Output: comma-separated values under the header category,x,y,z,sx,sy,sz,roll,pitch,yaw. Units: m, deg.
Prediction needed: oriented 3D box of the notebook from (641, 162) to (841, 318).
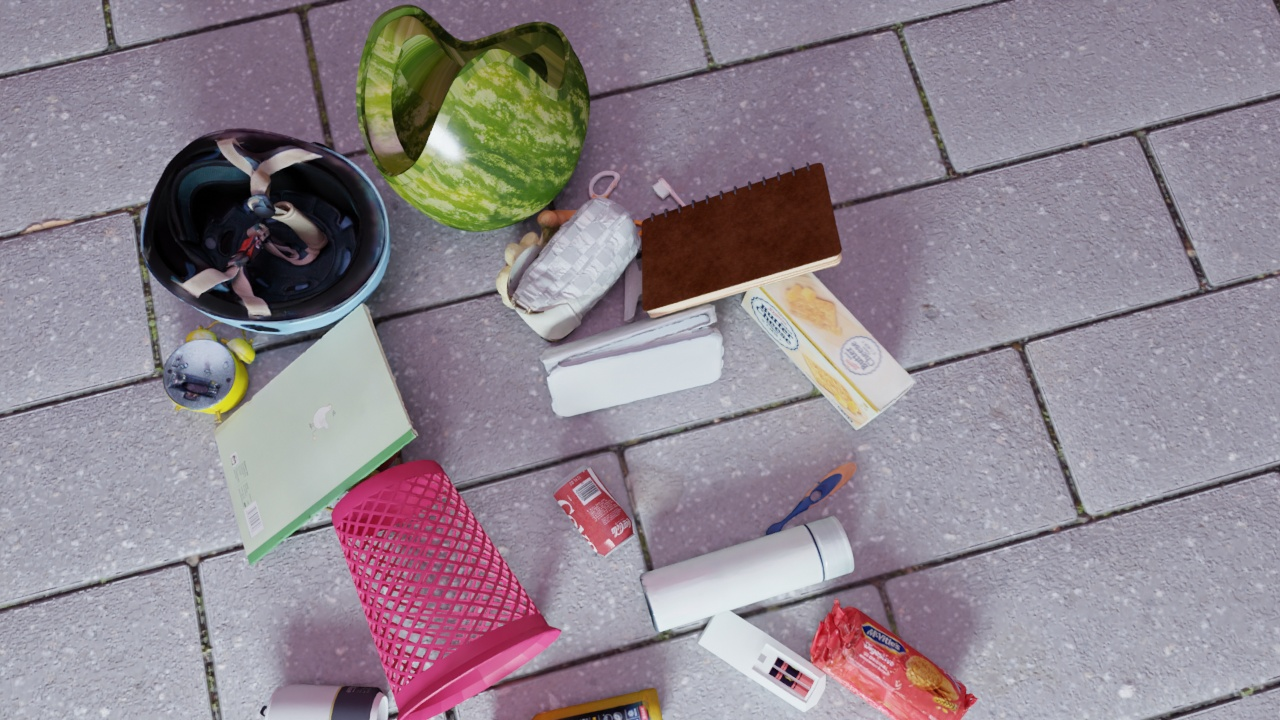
category,x,y,z,sx,sy,sz,roll,pitch,yaw
notebook,0.109,-0.140,1.047,0.226,0.024,0.167,-16,47,17

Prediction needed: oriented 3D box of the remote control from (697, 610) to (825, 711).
category,x,y,z,sx,sy,sz,roll,pitch,yaw
remote control,0.136,0.329,1.007,0.143,0.024,0.049,32,78,7

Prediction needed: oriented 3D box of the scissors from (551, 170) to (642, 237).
category,x,y,z,sx,sy,sz,roll,pitch,yaw
scissors,-0.054,-0.183,1.133,0.125,0.011,0.129,5,76,-1

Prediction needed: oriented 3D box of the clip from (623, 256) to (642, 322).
category,x,y,z,sx,sy,sz,roll,pitch,yaw
clip,0.008,-0.091,1.095,0.054,0.038,0.101,3,60,-5

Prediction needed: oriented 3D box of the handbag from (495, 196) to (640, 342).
category,x,y,z,sx,sy,sz,roll,pitch,yaw
handbag,-0.086,-0.117,1.064,0.123,0.112,0.171,40,85,19

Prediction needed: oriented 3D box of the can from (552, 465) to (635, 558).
category,x,y,z,sx,sy,sz,roll,pitch,yaw
can,-0.052,0.170,1.029,0.054,0.054,0.096,-37,80,-9

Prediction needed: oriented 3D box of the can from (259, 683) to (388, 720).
category,x,y,z,sx,sy,sz,roll,pitch,yaw
can,-0.337,0.378,0.972,0.127,0.064,0.064,2,77,0

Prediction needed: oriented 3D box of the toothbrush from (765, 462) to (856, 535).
category,x,y,z,sx,sy,sz,roll,pitch,yaw
toothbrush,0.196,0.160,1.054,0.135,0.017,0.021,-37,83,-11

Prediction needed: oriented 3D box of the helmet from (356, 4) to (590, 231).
category,x,y,z,sx,sy,sz,roll,pitch,yaw
helmet,-0.177,-0.266,1.038,0.213,0.246,0.244,33,118,33

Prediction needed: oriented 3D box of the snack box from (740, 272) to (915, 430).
category,x,y,z,sx,sy,sz,roll,pitch,yaw
snack box,0.209,-0.022,1.050,0.057,0.104,0.208,-40,80,-10

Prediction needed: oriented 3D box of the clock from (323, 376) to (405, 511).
category,x,y,z,sx,sy,sz,roll,pitch,yaw
clock,-0.322,0.091,1.025,0.117,0.081,0.158,4,77,30

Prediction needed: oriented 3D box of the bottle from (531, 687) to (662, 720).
category,x,y,z,sx,sy,sz,roll,pitch,yaw
bottle,-0.069,0.394,0.976,0.186,0.053,0.053,-11,77,-3

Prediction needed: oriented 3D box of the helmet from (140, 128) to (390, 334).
category,x,y,z,sx,sy,sz,roll,pitch,yaw
helmet,-0.402,-0.135,1.038,0.266,0.167,0.225,13,79,5

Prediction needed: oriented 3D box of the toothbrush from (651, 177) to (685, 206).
category,x,y,z,sx,sy,sz,roll,pitch,yaw
toothbrush,0.078,-0.155,1.126,0.018,0.016,0.181,-41,80,-2

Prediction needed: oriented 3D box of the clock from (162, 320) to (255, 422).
category,x,y,z,sx,sy,sz,roll,pitch,yaw
clock,-0.496,0.008,1.061,0.083,0.057,0.118,14,77,3

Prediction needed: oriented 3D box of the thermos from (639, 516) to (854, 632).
category,x,y,z,sx,sy,sz,roll,pitch,yaw
thermos,0.117,0.234,1.009,0.230,0.068,0.068,-17,77,-5

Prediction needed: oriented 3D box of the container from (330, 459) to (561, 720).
category,x,y,z,sx,sy,sz,roll,pitch,yaw
container,-0.218,0.232,0.962,0.183,0.183,0.225,-30,71,-7

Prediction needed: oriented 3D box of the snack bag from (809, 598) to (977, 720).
category,x,y,z,sx,sy,sz,roll,pitch,yaw
snack bag,0.264,0.337,0.981,0.176,0.082,0.082,34,79,8

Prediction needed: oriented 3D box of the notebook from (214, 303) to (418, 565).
category,x,y,z,sx,sy,sz,roll,pitch,yaw
notebook,-0.361,0.079,0.995,0.253,0.010,0.181,-37,60,15

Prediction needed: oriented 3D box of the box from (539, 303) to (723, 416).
category,x,y,z,sx,sy,sz,roll,pitch,yaw
box,-0.005,0.013,1.052,0.216,0.107,0.110,-18,93,-4
